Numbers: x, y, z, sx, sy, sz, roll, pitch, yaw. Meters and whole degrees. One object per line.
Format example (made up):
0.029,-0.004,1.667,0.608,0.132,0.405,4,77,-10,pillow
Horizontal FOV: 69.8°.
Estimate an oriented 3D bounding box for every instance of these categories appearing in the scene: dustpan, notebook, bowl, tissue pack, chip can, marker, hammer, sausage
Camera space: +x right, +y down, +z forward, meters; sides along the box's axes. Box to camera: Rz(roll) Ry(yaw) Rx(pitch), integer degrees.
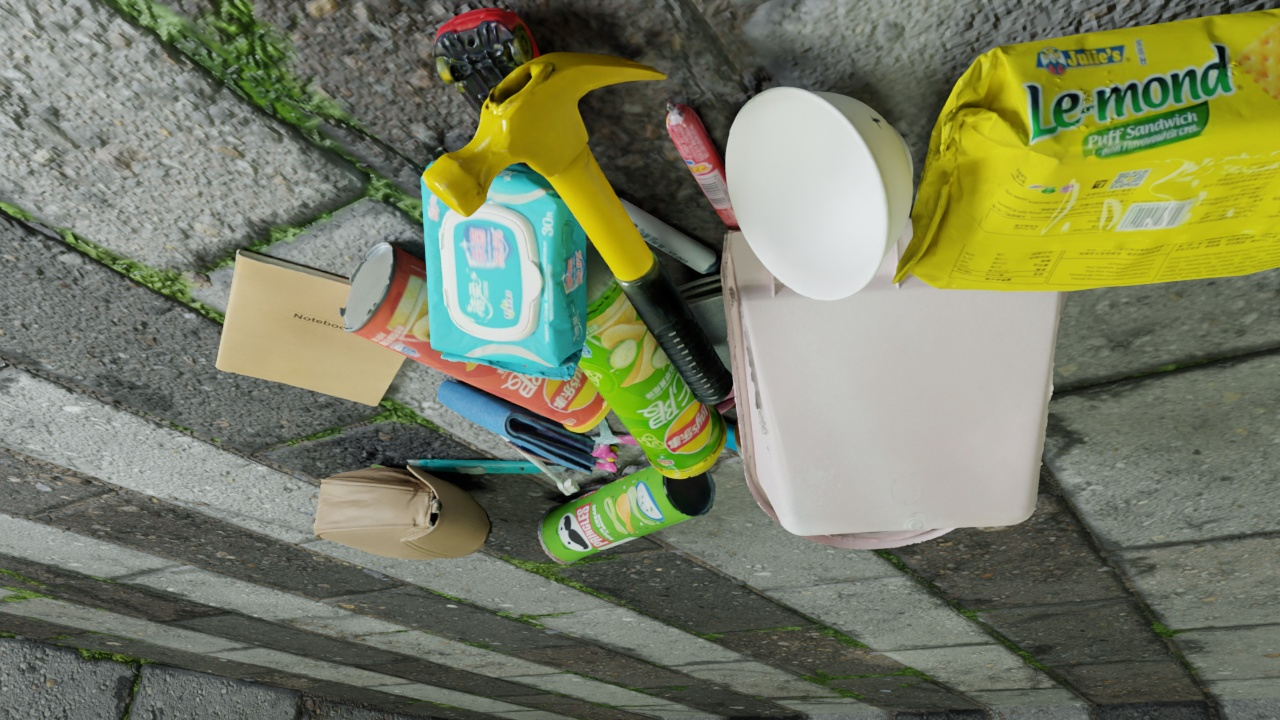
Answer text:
0.170,0.025,0.652,0.222,0.273,0.138,-1,-172,5,dustpan
-0.271,-0.018,0.769,0.147,0.008,0.208,16,150,-22,notebook
0.110,-0.099,0.504,0.064,0.118,0.119,-27,164,-26,bowl
-0.083,-0.055,0.563,0.093,0.050,0.134,7,114,15,tissue pack
-0.114,-0.013,0.697,0.073,0.073,0.216,-23,141,39,chip can
0.001,-0.088,0.601,0.130,0.018,0.023,26,153,-34,marker
-0.004,0.004,0.683,0.073,0.072,0.221,-10,139,23,chip can
-0.003,-0.057,0.546,0.033,0.128,0.301,37,170,37,hammer
0.049,-0.106,0.561,0.020,0.020,0.156,-10,150,23,sausage
-0.020,0.168,1.024,0.072,0.072,0.237,23,146,-32,chip can

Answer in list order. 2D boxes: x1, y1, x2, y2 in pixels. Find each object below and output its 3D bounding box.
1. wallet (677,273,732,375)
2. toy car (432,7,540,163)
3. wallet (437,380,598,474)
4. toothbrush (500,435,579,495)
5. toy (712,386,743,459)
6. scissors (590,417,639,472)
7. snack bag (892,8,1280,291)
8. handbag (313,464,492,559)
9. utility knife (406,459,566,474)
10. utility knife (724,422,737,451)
0.078,-0.030,0.683,0.106,0.037,0.130,-11,152,7,wallet
-0.067,-0.143,0.490,0.049,0.031,0.106,-7,152,20,toy car
-0.109,0.057,0.809,0.106,0.040,0.133,29,173,-38,wallet
-0.109,0.099,0.952,0.016,0.016,0.180,-20,142,14,toothbrush
0.157,0.057,0.754,0.200,0.130,0.140,-5,128,36,toy
-0.028,0.082,0.926,0.134,0.017,0.133,3,148,8,scissors
0.265,-0.097,0.476,0.246,0.068,0.158,-6,152,2,snack bag
-0.258,0.166,1.009,0.148,0.099,0.204,-2,162,10,handbag
-0.167,0.117,1.004,0.176,0.013,0.029,0,151,5,utility knife
0.059,0.061,0.869,0.218,0.018,0.034,22,148,-33,utility knife
